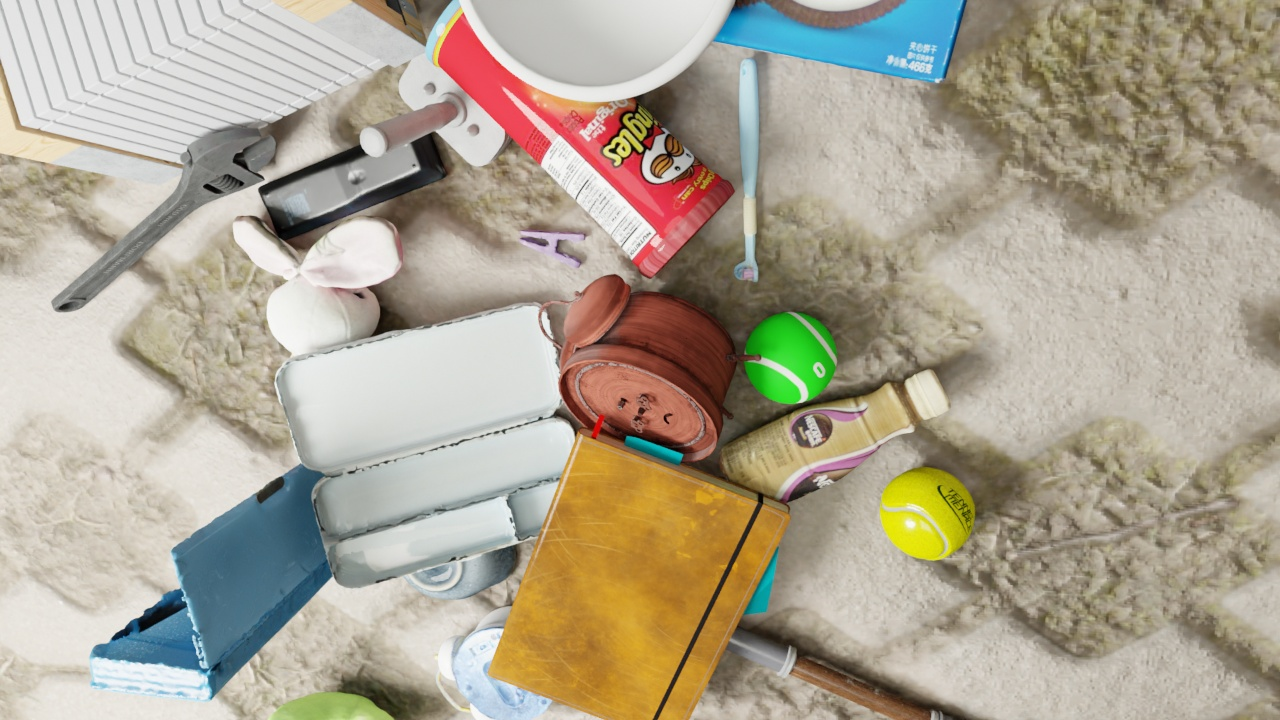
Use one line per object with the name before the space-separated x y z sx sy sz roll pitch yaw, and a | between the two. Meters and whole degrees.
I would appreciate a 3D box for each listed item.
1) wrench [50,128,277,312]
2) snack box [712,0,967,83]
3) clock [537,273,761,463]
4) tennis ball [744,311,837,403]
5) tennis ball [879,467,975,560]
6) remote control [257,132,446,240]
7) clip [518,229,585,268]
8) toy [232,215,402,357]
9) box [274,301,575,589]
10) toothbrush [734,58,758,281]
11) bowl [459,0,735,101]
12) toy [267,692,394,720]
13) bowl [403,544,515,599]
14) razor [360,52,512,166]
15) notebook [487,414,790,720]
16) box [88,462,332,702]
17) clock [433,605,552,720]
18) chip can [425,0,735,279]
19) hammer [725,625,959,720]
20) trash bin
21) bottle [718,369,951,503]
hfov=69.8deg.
wrench | -0.380 -0.103 0.716 0.274 0.073 0.018 -29 81 25
snack box | 0.098 -0.295 0.576 0.239 0.056 0.196 13 108 8
clock | -0.004 0.004 0.649 0.158 0.072 0.121 23 148 5
tennis ball | 0.107 -0.002 0.653 0.065 0.065 0.065 3 106 10
tennis ball | 0.208 0.111 0.667 0.065 0.065 0.065 3 106 10
remote control | -0.223 -0.136 0.699 0.150 0.022 0.047 -18 101 15
clip | -0.064 -0.083 0.691 0.051 0.014 0.043 -10 106 10
toy | -0.239 -0.018 0.707 0.159 0.084 0.194 2 110 25
box | -0.151 0.065 0.696 0.209 0.045 0.191 -17 103 -12
toothbrush | 0.076 -0.132 0.648 0.022 0.016 0.155 15 113 46
bowl | -0.022 -0.247 0.549 0.177 0.066 0.177 3 107 11
toy | -0.277 0.381 0.821 0.150 0.107 0.197 10 118 -16
bowl | -0.161 0.155 0.753 0.110 0.055 0.110 3 105 9
razor | -0.151 -0.163 0.629 0.088 0.116 0.047 43 124 -3
notebook | 0.003 0.173 0.689 0.178 0.014 0.250 21 113 -1
box | -0.295 0.137 0.680 0.094 0.231 0.112 2 105 10
clock | -0.120 0.261 0.777 0.125 0.051 0.089 -30 99 17
chip can | -0.040 -0.159 0.626 0.213 0.087 0.087 44 108 -3
hammer | 0.153 0.256 0.735 0.322 0.043 0.156 23 108 1
trash bin | -0.298 -0.240 0.604 0.247 0.142 0.142 -20 86 15
bottle | 0.141 0.056 0.667 0.166 0.059 0.059 -28 99 16
